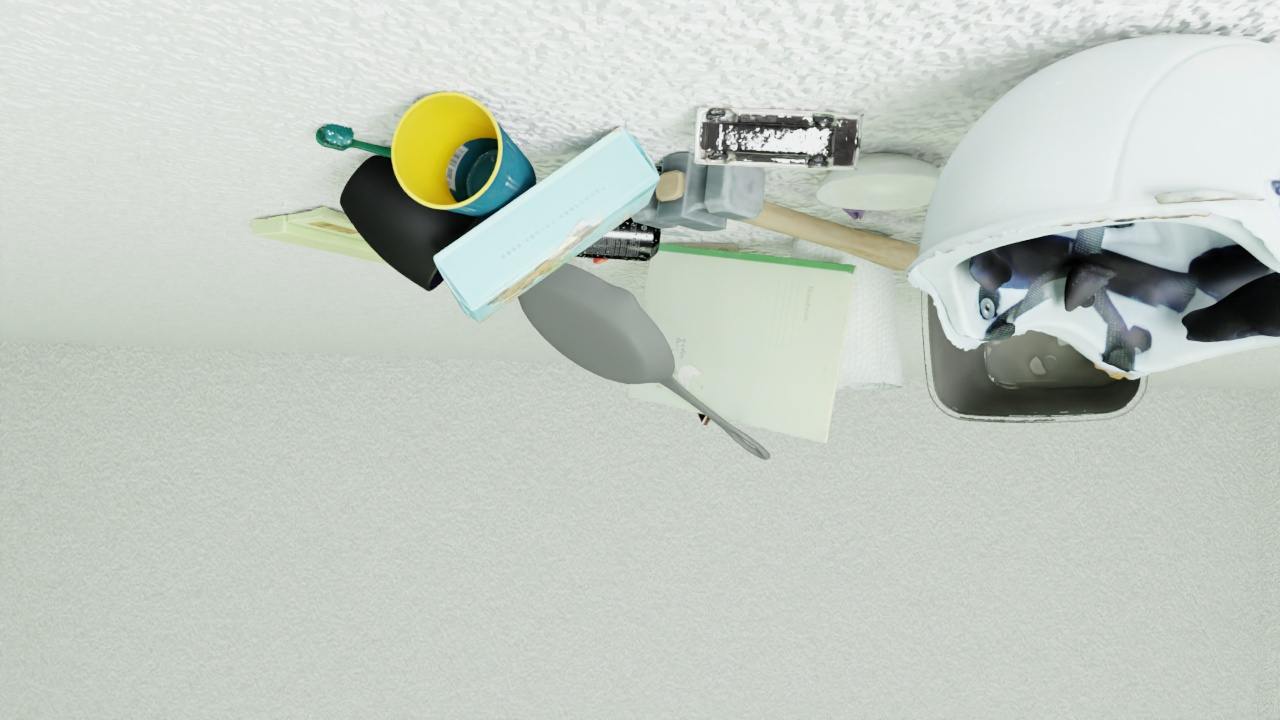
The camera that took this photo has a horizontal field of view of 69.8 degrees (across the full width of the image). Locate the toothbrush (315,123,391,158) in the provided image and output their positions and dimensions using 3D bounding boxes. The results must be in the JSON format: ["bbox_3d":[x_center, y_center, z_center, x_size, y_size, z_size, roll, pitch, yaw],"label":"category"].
[{"bbox_3d":[-0.168,-0.161,0.742,0.189,0.016,0.017,6,170,-41],"label":"toothbrush"}]

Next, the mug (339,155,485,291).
[{"bbox_3d":[-0.187,-0.129,0.774,0.100,0.118,0.085,36,131,-4],"label":"mug"}]

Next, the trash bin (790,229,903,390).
[{"bbox_3d":[0.217,-0.052,0.997,0.133,0.161,0.133,2,175,0],"label":"trash bin"}]

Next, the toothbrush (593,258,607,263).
[{"bbox_3d":[-0.027,-0.122,1.057,0.012,0.018,0.213,-2,180,-15],"label":"toothbrush"}]

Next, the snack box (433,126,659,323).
[{"bbox_3d":[-0.069,-0.099,0.689,0.174,0.053,0.075,-35,-179,-8],"label":"snack box"}]

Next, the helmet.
[{"bbox_3d":[0.283,-0.091,0.508,0.263,0.163,0.237,10,169,-16],"label":"helmet"}]

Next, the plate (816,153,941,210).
[{"bbox_3d":[0.192,-0.144,0.726,0.104,0.026,0.104,1,175,0],"label":"plate"}]

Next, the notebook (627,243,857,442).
[{"bbox_3d":[0.100,-0.026,0.987,0.253,0.182,0.010,12,-175,36],"label":"notebook"}]

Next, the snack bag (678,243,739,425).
[{"bbox_3d":[0.079,-0.027,1.087,0.070,0.206,0.094,2,175,8],"label":"snack bag"}]

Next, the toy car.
[{"bbox_3d":[0.093,-0.152,0.629,0.113,0.039,0.039,3,-163,1],"label":"toy car"}]

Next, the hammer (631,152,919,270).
[{"bbox_3d":[0.144,-0.120,0.821,0.322,0.051,0.117,8,177,-39],"label":"hammer"}]

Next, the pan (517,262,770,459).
[{"bbox_3d":[-0.006,0.006,0.957,0.354,0.024,0.217,37,157,-10],"label":"pan"}]

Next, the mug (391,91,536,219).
[{"bbox_3d":[-0.120,-0.139,0.668,0.078,0.078,0.121,1,180,9],"label":"mug"}]

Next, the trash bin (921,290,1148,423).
[{"bbox_3d":[0.418,-0.041,0.956,0.198,0.197,0.219,-2,180,30],"label":"trash bin"}]

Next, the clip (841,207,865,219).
[{"bbox_3d":[0.193,-0.142,0.841,0.046,0.014,0.050,3,173,-9],"label":"clip"}]

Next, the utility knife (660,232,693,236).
[{"bbox_3d":[-0.022,-0.140,0.963,0.177,0.015,0.022,1,178,-27],"label":"utility knife"}]

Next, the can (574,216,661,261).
[{"bbox_3d":[-0.050,-0.125,0.885,0.137,0.054,0.054,3,175,-9],"label":"can"}]

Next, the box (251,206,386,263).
[{"bbox_3d":[-0.323,-0.140,1.046,0.137,0.024,0.187,-4,172,34],"label":"box"}]
